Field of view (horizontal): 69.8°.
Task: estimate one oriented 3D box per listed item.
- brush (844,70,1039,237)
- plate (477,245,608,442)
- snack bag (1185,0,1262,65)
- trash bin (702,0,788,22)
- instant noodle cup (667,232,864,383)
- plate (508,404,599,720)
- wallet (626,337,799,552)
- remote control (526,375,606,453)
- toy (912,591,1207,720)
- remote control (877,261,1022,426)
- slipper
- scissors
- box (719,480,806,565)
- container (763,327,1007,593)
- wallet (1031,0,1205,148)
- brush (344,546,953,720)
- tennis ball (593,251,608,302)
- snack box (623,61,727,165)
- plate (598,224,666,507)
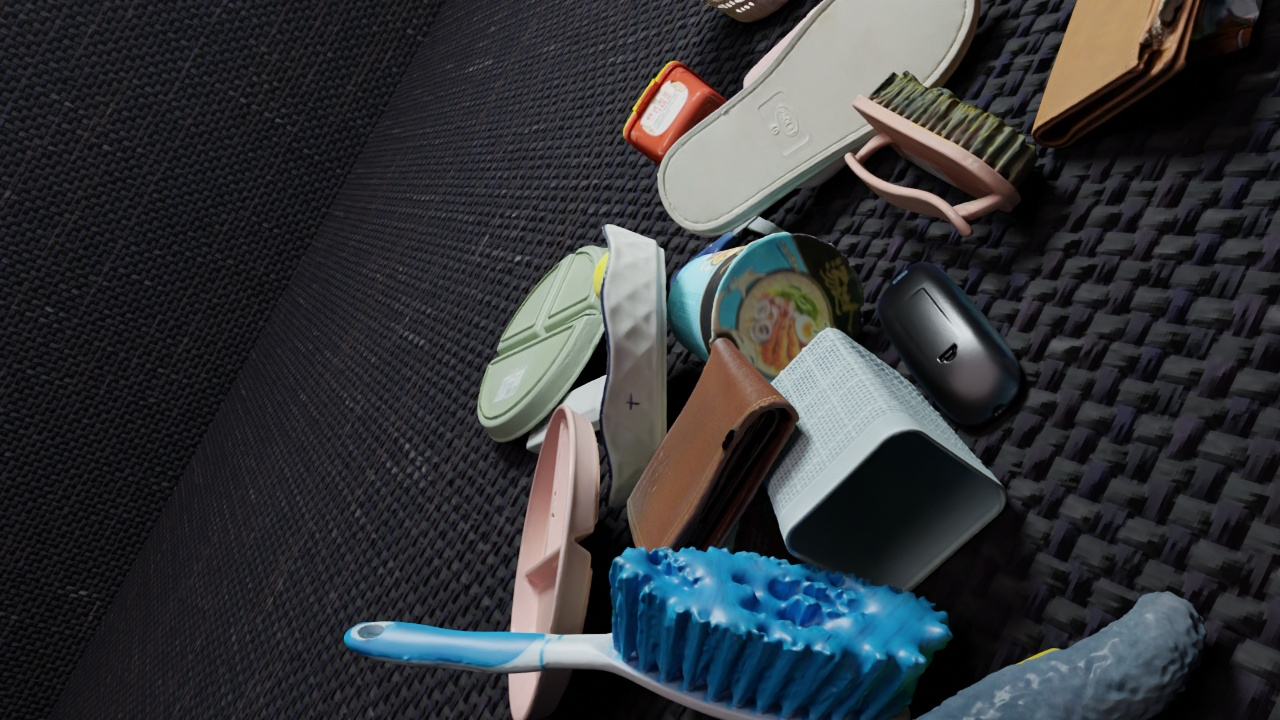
[{"bbox_3d":[0.185,-0.125,0.575,0.073,0.063,0.145,-48,33,12],"label":"brush"},{"bbox_3d":[-0.098,-0.023,0.934,0.231,0.027,0.229,-45,26,28],"label":"plate"},{"bbox_3d":[0.313,-0.205,0.483,0.104,0.026,0.048,-65,21,-8],"label":"snack bag"},{"bbox_3d":[0.078,-0.446,0.886,0.228,0.192,0.227,-38,36,35],"label":"trash bin"},{"bbox_3d":[0.073,-0.033,0.629,0.111,0.111,0.120,-62,22,-3],"label":"instant noodle cup"},{"bbox_3d":[-0.064,0.147,0.673,0.229,0.028,0.229,-171,91,-78],"label":"plate"},{"bbox_3d":[0.034,0.056,0.521,0.125,0.032,0.101,-60,18,11],"label":"wallet"},{"bbox_3d":[-0.061,0.048,0.840,0.125,0.024,0.048,-26,42,46],"label":"remote control"},{"bbox_3d":[0.109,0.246,0.350,0.138,0.091,0.355,12,74,31],"label":"toy"},{"bbox_3d":[0.173,-0.016,0.535,0.053,0.024,0.136,-47,32,21],"label":"remote control"},{"bbox_3d":[0.129,-0.192,0.691,0.275,0.054,0.114,-38,77,23],"label":"slipper"},{"bbox_3d":[0.083,-0.118,0.777,0.176,0.012,0.162,-44,33,25],"label":"scissors"},{"bbox_3d":[0.046,0.112,0.565,0.092,0.076,0.168,-19,49,50],"label":"box"},{"bbox_3d":[0.118,0.050,0.498,0.090,0.090,0.111,-48,29,19],"label":"container"},{"bbox_3d":[0.271,-0.193,0.505,0.108,0.031,0.131,141,153,-76],"label":"wallet"},{"bbox_3d":[-0.014,0.141,0.469,0.060,0.315,0.110,-63,-20,-57],"label":"brush"},{"bbox_3d":[-0.010,-0.071,0.824,0.066,0.065,0.065,-38,36,34],"label":"tennis ball"},{"bbox_3d":[0.041,-0.224,0.869,0.091,0.082,0.080,-54,40,12],"label":"snack box"},{"bbox_3d":[-0.004,0.004,0.669,0.205,0.045,0.205,37,-129,-90],"label":"plate"}]
